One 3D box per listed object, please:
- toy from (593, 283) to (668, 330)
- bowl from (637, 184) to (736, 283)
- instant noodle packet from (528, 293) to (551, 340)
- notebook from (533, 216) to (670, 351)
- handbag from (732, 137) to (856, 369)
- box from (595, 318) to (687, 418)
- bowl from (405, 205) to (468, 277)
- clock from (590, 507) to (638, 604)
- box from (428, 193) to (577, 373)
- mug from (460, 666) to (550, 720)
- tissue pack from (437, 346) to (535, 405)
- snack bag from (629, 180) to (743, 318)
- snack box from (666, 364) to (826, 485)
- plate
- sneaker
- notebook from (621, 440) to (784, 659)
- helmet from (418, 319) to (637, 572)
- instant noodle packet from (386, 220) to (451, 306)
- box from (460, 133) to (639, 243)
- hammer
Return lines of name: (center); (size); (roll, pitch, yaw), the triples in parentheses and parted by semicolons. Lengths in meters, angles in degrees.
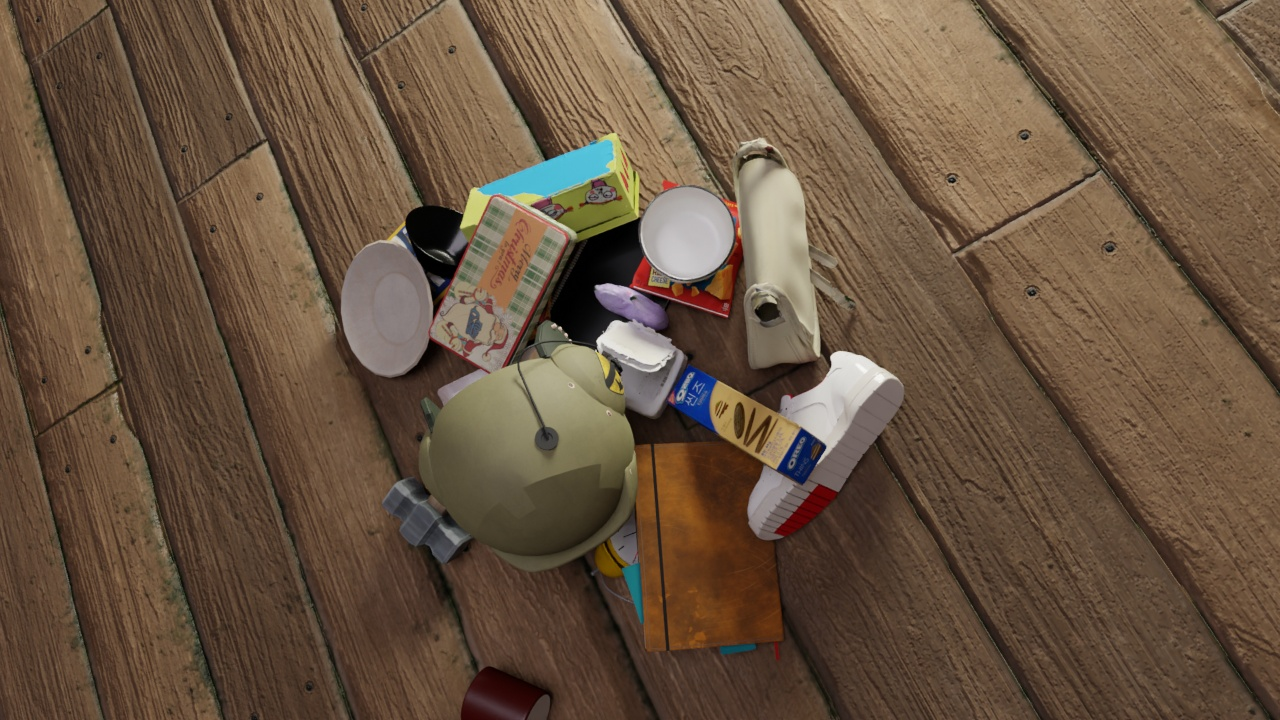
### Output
toy: (-0.011, -0.070, 1.144); (0.100, 0.080, 0.036); (25, 85, 15)
bowl: (0.056, -0.146, 1.102); (0.116, 0.066, 0.116); (0, 84, 2)
instant noodle packet: (-0.175, -0.059, 1.217); (0.136, 0.039, 0.098); (-21, 56, 19)
notebook: (-0.035, -0.090, 1.204); (0.149, 0.016, 0.206); (27, 88, 21)
handbag: (0.172, -0.119, 1.057); (0.132, 0.184, 0.228); (-9, 69, 13)
box: (-0.008, 0.005, 1.105); (0.110, 0.130, 0.103); (27, 88, 6)
bowl: (-0.271, -0.153, 1.264); (0.124, 0.123, 0.053); (51, 129, 21)
clock: (0.008, 0.216, 1.105); (0.114, 0.052, 0.152); (22, 82, 21)
box: (-0.171, -0.091, 1.129); (0.117, 0.050, 0.206); (30, 102, 4)
mug: (-0.163, 0.434, 1.110); (0.083, 0.073, 0.106); (16, 112, 21)
tissue pack: (-0.164, 0.036, 1.200); (0.182, 0.071, 0.104); (-26, 87, 14)
snack bag: (0.070, -0.140, 1.155); (0.131, 0.039, 0.144); (18, 84, 1)
snack box: (0.115, 0.069, 1.049); (0.207, 0.057, 0.056); (30, 89, 50)
plate: (-0.347, -0.071, 1.277); (0.189, 0.027, 0.189); (4, 97, 34)
sneaker: (0.190, 0.092, 1.060); (0.237, 0.090, 0.104); (-55, 48, 8)
notebook: (0.069, 0.219, 1.061); (0.178, 0.014, 0.249); (-2, 76, -10)
helmet: (-0.111, 0.108, 1.015); (0.250, 0.255, 0.232); (-32, 66, 11)
instant noodle packet: (-0.327, -0.125, 1.304); (0.087, 0.026, 0.134); (-44, 69, 10)
box: (-0.114, -0.204, 1.196); (0.221, 0.082, 0.124); (-18, 36, 11)
hammer: (-0.198, 0.107, 1.153); (0.117, 0.051, 0.323); (41, 106, 10)
